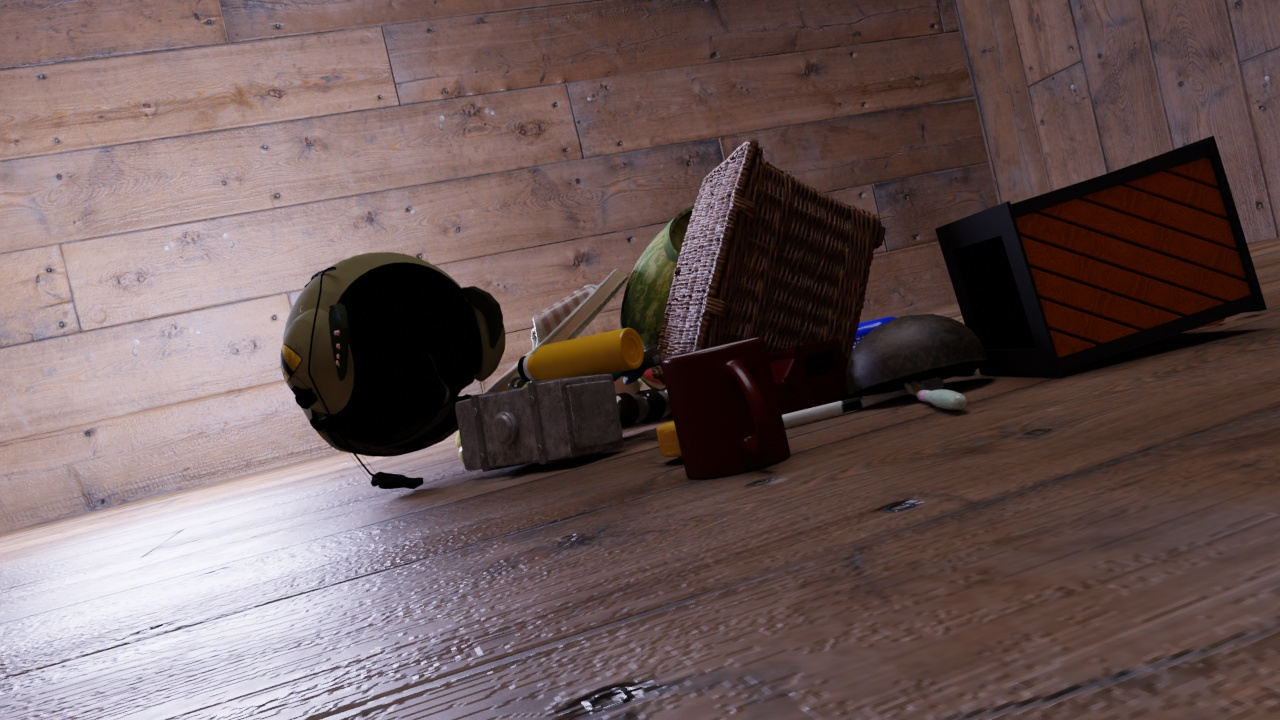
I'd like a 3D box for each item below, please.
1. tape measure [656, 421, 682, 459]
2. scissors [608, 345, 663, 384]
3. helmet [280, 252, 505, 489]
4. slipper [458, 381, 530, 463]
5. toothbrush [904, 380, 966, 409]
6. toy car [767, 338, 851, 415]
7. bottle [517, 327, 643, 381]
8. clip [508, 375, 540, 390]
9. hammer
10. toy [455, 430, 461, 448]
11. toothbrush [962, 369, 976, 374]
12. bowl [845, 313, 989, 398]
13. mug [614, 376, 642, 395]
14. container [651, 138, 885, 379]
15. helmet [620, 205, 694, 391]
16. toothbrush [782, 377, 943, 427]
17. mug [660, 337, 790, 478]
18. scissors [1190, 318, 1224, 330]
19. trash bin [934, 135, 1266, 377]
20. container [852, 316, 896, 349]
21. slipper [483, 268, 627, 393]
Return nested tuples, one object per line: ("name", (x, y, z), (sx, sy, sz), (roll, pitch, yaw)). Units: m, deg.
("tape measure", (0.043, 0.061, 0.729), (0.059, 0.030, 0.068), (-13, -1, 22))
("scissors", (-0.014, 0.007, 1.013), (0.146, 0.019, 0.133), (-13, -14, 21))
("helmet", (-0.282, 0.006, 1.034), (0.249, 0.255, 0.233), (-13, 4, -38))
("slipper", (-0.132, 0.076, 1.100), (0.191, 0.081, 0.091), (-40, -2, 9))
("toothbrush", (0.226, 0.027, 0.704), (0.022, 0.015, 0.154), (17, 3, 5))
("toy car", (0.145, 0.020, 0.854), (0.169, 0.062, 0.070), (-13, 1, -27))
("bottle", (-0.067, -0.002, 0.969), (0.144, 0.043, 0.043), (-10, 2, 33))
("clip", (-0.110, 0.024, 1.031), (0.076, 0.023, 0.044), (-11, -15, 17))
("hammer", (-0.028, 0.057, 1.017), (0.177, 0.079, 0.325), (-12, -4, 43))
("toy", (-0.191, 0.099, 1.234), (0.110, 0.051, 0.090), (-10, 3, 5))
("toothbrush", (0.302, 0.007, 0.936), (0.014, 0.014, 0.168), (-2, -1, -4))
("bowl", (0.236, -0.009, 0.805), (0.121, 0.056, 0.121), (-12, -11, -2))
("mug", (-0.045, 0.041, 1.221), (0.100, 0.096, 0.119), (2, 15, 42))
("container", (0.142, -0.077, 1.001), (0.183, 0.249, 0.162), (17, -7, -13))
("helmet", (0.087, -0.056, 1.199), (0.242, 0.248, 0.213), (-28, 49, -33))
("toothbrush", (0.170, 0.041, 0.787), (0.186, 0.012, 0.017), (-13, -12, -5))
("mug", (0.062, 0.031, 0.616), (0.073, 0.082, 0.106), (-13, 1, -13))
("scissors", (0.462, -0.028, 0.843), (0.125, 0.011, 0.131), (-12, 1, 25))
("trash bin", (0.374, -0.080, 0.769), (0.172, 0.139, 0.140), (-18, 1, -3))
("container", (0.314, -0.023, 1.300), (0.114, 0.058, 0.096), (-13, 1, 32))
("slipper", (-0.119, -0.028, 1.142), (0.262, 0.052, 0.115), (-46, 1, -19))
